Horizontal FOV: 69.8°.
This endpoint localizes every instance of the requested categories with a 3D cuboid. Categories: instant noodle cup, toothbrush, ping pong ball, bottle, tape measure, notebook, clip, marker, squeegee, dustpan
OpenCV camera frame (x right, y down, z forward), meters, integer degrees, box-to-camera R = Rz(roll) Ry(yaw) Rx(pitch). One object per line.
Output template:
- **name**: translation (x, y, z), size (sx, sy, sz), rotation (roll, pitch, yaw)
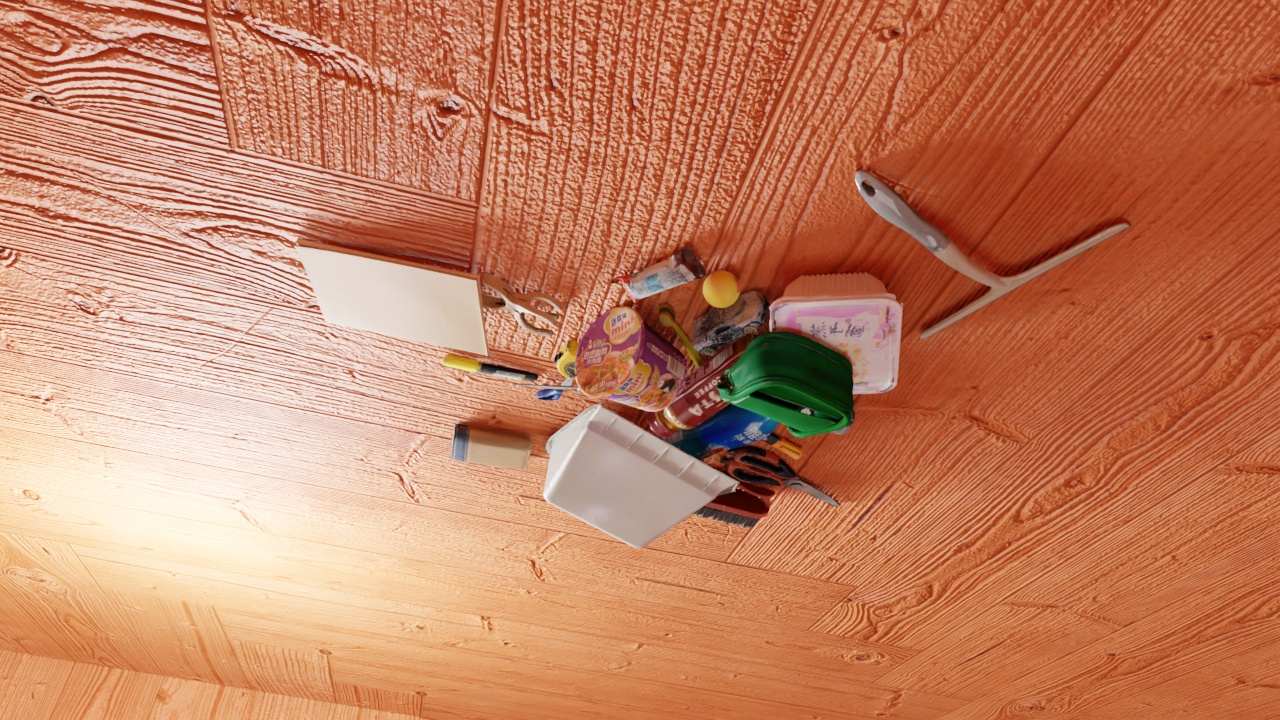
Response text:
- **instant noodle cup**: translation (0.215, -0.032, 1.016), size (0.138, 0.060, 0.174), rotation (-1, 142, 12)
- **toothbrush**: translation (0.064, -0.006, 1.116), size (0.016, 0.016, 0.190), rotation (-11, 141, 23)
- **ping pong ball**: translation (0.087, -0.077, 0.992), size (0.040, 0.040, 0.040), rotation (5, 145, 3)
- **bottle**: translation (0.082, 0.036, 1.110), size (0.057, 0.057, 0.175), rotation (32, 127, -31)
- **tape measure**: translation (-0.074, -0.001, 1.137), size (0.060, 0.028, 0.057), rotation (22, 141, -21)
- **notebook**: translation (-0.285, -0.070, 1.074), size (0.211, 0.012, 0.150), rotation (12, 146, 4)
- **instant noodle cup**: translation (-0.006, 0.006, 1.077), size (0.112, 0.111, 0.099), rotation (-23, 144, 35)
- **clip**: translation (-0.139, -0.066, 1.058), size (0.100, 0.034, 0.076), rotation (24, 143, -8)
- **marker**: translation (0.174, 0.106, 1.255), size (0.123, 0.015, 0.018), rotation (29, 135, -25)
- **bottle**: translation (0.121, 0.081, 1.188), size (0.219, 0.065, 0.065), rotation (-26, 133, 36)
- **squeegee**: translation (0.301, -0.115, 0.904), size (0.246, 0.039, 0.247), rotation (28, 140, -26)
- **marker**: translation (-0.193, 0.010, 1.187), size (0.124, 0.015, 0.018), rotation (12, 145, -11)
- **dustpan**: translation (-0.022, 0.144, 1.278), size (0.222, 0.142, 0.258), rotation (30, 126, -14)

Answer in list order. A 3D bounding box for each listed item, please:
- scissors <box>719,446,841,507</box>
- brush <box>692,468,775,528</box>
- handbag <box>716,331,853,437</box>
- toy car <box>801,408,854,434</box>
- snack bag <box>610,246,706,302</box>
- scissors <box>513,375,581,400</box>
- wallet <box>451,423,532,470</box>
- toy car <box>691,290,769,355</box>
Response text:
- **scissors**: translation (0.209, 0.182, 1.356), size (0.177, 0.015, 0.210), rotation (-7, 142, 17)
- **brush**: translation (0.128, 0.202, 1.364), size (0.145, 0.063, 0.069), rotation (17, 114, -16)
- **handbag**: translation (0.163, 0.030, 1.014), size (0.131, 0.067, 0.120), rotation (24, 149, -24)
- **toy car**: translation (0.231, 0.069, 1.179), size (0.090, 0.034, 0.043), rotation (18, 147, -13)
- **snack bag**: translation (0.019, -0.090, 0.997), size (0.105, 0.026, 0.045), rotation (-18, 128, 30)
- **scissors**: translation (-0.088, 0.035, 1.157), size (0.162, 0.012, 0.176), rotation (1, 169, -20)
- **wallet**: translation (-0.218, 0.128, 1.341), size (0.115, 0.033, 0.090), rotation (10, 147, -6)
- **toy car**: translation (0.098, -0.044, 1.030), size (0.106, 0.048, 0.031), rotation (-27, 134, 37)
